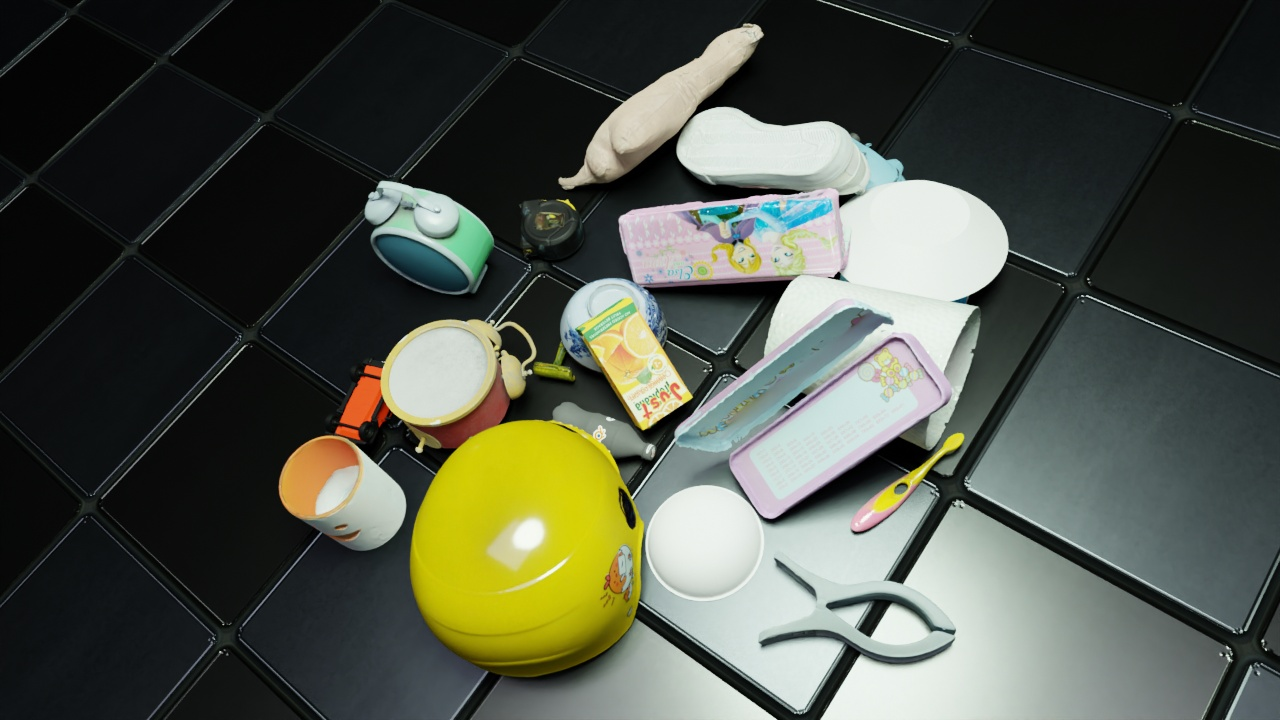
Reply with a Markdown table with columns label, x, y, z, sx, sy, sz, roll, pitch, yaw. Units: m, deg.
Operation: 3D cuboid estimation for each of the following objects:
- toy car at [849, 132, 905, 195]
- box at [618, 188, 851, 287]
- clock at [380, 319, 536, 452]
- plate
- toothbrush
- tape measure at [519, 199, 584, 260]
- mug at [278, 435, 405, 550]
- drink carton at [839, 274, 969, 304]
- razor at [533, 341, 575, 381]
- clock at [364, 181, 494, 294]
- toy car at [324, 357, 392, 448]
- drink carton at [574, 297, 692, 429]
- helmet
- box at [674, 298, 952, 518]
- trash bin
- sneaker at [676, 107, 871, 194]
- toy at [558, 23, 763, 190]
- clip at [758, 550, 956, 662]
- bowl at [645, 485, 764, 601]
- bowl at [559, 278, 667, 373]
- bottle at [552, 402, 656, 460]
| label | x | y | z | sx | sy | sz | roll | pitch | yaw |
| --- | --- | --- | --- | --- | --- | --- | --- | --- | --- |
| toy car | 0.238 | -0.217 | 1.005 | 0.060 | 0.027 | 0.108 | -40 | 61 | -11 |
| box | 0.101 | -0.131 | 0.946 | 0.231 | 0.085 | 0.090 | -1 | 26 | 29 |
| clock | -0.179 | 0.021 | 0.937 | 0.158 | 0.081 | 0.117 | -35 | 60 | -9 |
| plate | 0.273 | -0.133 | 0.905 | 0.174 | 0.036 | 0.173 | -5 | 51 | 6 |
| toothbrush | 0.243 | 0.111 | 0.834 | 0.135 | 0.016 | 0.021 | -38 | 63 | -7 |
| tape measure | -0.101 | -0.149 | 1.036 | 0.072 | 0.042 | 0.071 | -6 | 58 | 7 |
| mug | -0.285 | 0.131 | 0.886 | 0.082 | 0.105 | 0.082 | -5 | 60 | 9 |
| drink carton | 0.263 | -0.081 | 0.919 | 0.129 | 0.039 | 0.044 | 12 | 65 | 19 |
| razor | -0.077 | -0.027 | 0.976 | 0.042 | 0.026 | 0.105 | 8 | 60 | 18 |
| clock | -0.230 | -0.141 | 0.990 | 0.122 | 0.162 | 0.075 | 13 | 66 | 19 |
| toy car | -0.285 | 0.046 | 0.965 | 0.051 | 0.049 | 0.100 | 12 | 65 | 17 |
| drink carton | -0.005 | 0.005 | 0.896 | 0.058 | 0.041 | 0.122 | -33 | 99 | -8 |
| helmet | -0.109 | 0.150 | 0.802 | 0.209 | 0.140 | 0.239 | -7 | 70 | 9 |
| box | 0.142 | 0.039 | 0.787 | 0.215 | 0.140 | 0.062 | -42 | 17 | 33 |
| trash bin | 0.209 | -0.008 | 0.845 | 0.161 | 0.133 | 0.133 | 20 | 68 | 27 |
| sneaker | 0.142 | -0.216 | 0.999 | 0.242 | 0.090 | 0.089 | 21 | 86 | 46 |
| toy | 0.027 | -0.300 | 1.071 | 0.197 | 0.065 | 0.263 | -15 | 29 | 51 |
| clip | 0.184 | 0.208 | 0.787 | 0.162 | 0.027 | 0.090 | 1 | 61 | 12 |
| bowl | 0.056 | 0.158 | 0.833 | 0.110 | 0.040 | 0.109 | -5 | 61 | 10 |
| bowl | -0.027 | -0.045 | 0.946 | 0.114 | 0.045 | 0.114 | 1 | 57 | -1 |
| bottle | -0.036 | 0.073 | 0.902 | 0.110 | 0.036 | 0.036 | 19 | 67 | 21 |
